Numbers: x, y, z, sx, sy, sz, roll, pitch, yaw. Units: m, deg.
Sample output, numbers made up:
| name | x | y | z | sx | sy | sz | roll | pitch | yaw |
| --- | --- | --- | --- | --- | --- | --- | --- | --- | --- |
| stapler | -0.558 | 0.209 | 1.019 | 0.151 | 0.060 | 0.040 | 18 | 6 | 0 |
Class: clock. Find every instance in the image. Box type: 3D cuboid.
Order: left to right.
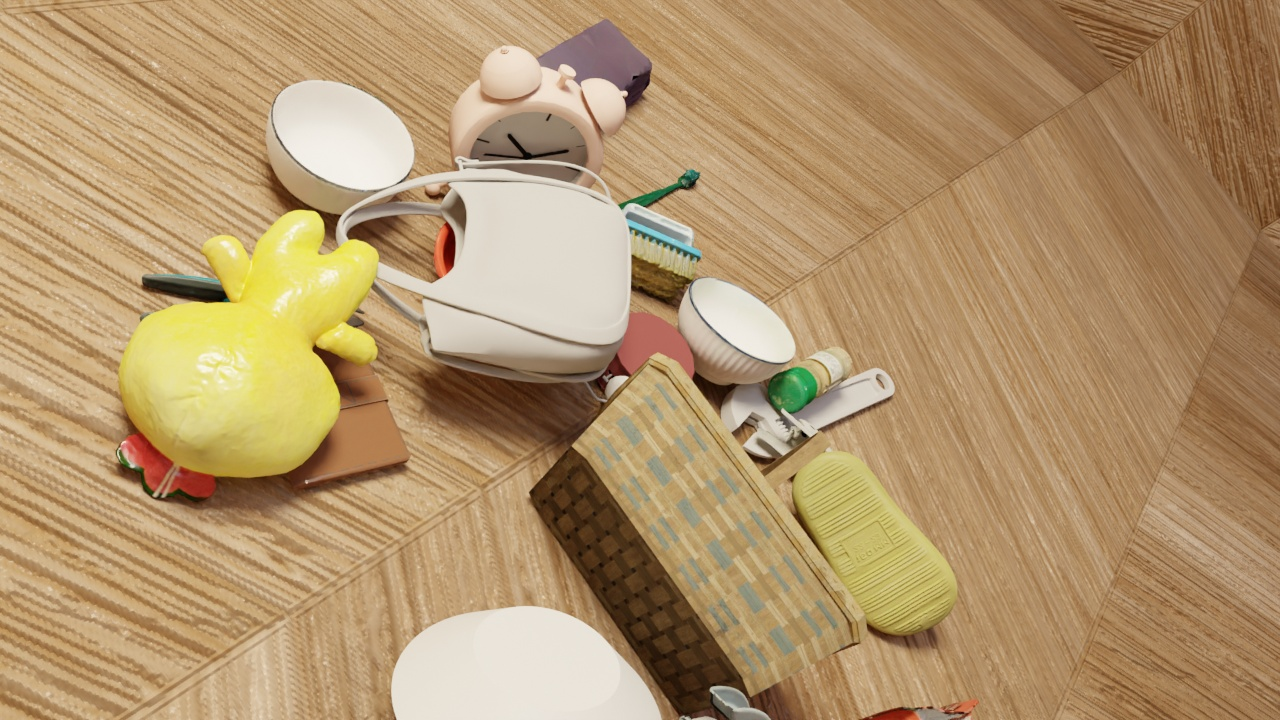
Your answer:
| name | x | y | z | sx | sy | sz | roll | pitch | yaw |
| --- | --- | --- | --- | --- | --- | --- | --- | --- | --- |
| clock | -0.100 | -0.197 | 0.804 | 0.131 | 0.161 | 0.086 | 11 | 53 | -30 |
| clock | -0.005 | 0.005 | 0.812 | 0.124 | 0.044 | 0.087 | -19 | 72 | -43 |

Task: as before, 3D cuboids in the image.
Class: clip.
| name | x | y | z | sx | sy | sz | roll | pitch | yaw |
| --- | --- | --- | --- | --- | --- | --- | --- | --- | --- |
| clip | 0.046 | 0.277 | 0.589 | 0.106 | 0.163 | 0.028 | -39 | 43 | -19 |
| clip | 0.156 | 0.082 | 0.864 | 0.102 | 0.054 | 0.057 | 41 | 78 | -11 |

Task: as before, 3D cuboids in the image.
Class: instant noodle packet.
| name | x | y | z | sx | sy | sz | roll | pitch | yaw |
| --- | --- | --- | --- | --- | --- | --- | --- | --- | --- |
| instant noodle packet | 0.177 | 0.356 | 0.605 | 0.083 | 0.165 | 0.220 | 9 | 54 | -34 |

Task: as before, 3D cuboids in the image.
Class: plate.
| name | x | y | z | sx | sy | sz | roll | pitch | yaw |
| --- | --- | --- | --- | --- | --- | --- | --- | --- | --- |
| plate | -0.062 | 0.197 | 0.569 | 0.174 | 0.036 | 0.173 | 17 | 19 | -6 |

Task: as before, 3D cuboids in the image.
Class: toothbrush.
| name | x | y | z | sx | sy | sz | roll | pitch | yaw |
| --- | --- | --- | --- | --- | --- | --- | --- | --- | --- |
| toothbrush | 0.008 | -0.173 | 0.971 | 0.016 | 0.017 | 0.189 | 51 | 44 | 5 |

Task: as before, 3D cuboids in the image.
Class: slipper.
| name | x | y | z | sx | sy | sz | roll | pitch | yaw |
| --- | --- | --- | --- | --- | --- | --- | --- | --- | --- |
| slipper | 0.205 | 0.163 | 0.839 | 0.190 | 0.091 | 0.081 | 53 | 4 | -5 |

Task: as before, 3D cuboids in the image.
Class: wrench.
| name | x | y | z | sx | sy | sz | roll | pitch | yaw |
| --- | --- | --- | --- | --- | --- | --- | --- | --- | --- |
| wrench | 0.180 | 0.041 | 0.945 | 0.272 | 0.018 | 0.086 | -18 | 71 | -44 |

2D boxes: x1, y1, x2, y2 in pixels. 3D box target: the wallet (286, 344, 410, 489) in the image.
| name | x | y | z | sx | sy | sz | roll | pitch | yaw |
| --- | --- | --- | --- | --- | --- | --- | --- | --- | --- |
| wallet | -0.225 | 0.029 | 0.653 | 0.087 | 0.013 | 0.121 | -13 | 65 | -40 |

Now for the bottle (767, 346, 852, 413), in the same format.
| name | x | y | z | sx | sy | sz | roll | pitch | yaw |
| --- | --- | --- | --- | --- | --- | --- | --- | --- | --- |
| bottle | 0.170 | 0.017 | 0.910 | 0.110 | 0.043 | 0.043 | -24 | 75 | -48 |

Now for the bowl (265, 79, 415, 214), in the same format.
| name | x | y | z | sx | sy | sz | roll | pitch | yaw |
| --- | --- | --- | --- | --- | --- | --- | --- | --- | --- |
| bowl | -0.247 | -0.164 | 0.741 | 0.113 | 0.063 | 0.113 | 20 | 49 | -25 |

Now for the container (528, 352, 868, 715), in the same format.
| name | x | y | z | sx | sy | sz | roll | pitch | yaw |
| --- | --- | --- | --- | --- | --- | --- | --- | --- | --- |
| container | 0.058 | 0.121 | 0.701 | 0.185 | 0.158 | 0.250 | -31 | 80 | -34 |

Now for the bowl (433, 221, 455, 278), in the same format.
| name | x | y | z | sx | sy | sz | roll | pitch | yaw |
| --- | --- | --- | --- | --- | --- | --- | --- | --- | --- |
| bowl | -0.119 | -0.064 | 0.776 | 0.130 | 0.045 | 0.130 | 19 | 50 | -25 |

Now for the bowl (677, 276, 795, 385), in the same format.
| name | x | y | z | sx | sy | sz | roll | pitch | yaw |
| --- | --- | --- | --- | --- | --- | --- | --- | --- | --- |
| bowl | 0.081 | -0.018 | 0.871 | 0.118 | 0.062 | 0.118 | 25 | 32 | -17 |

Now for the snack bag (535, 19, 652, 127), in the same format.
| name | x | y | z | sx | sy | sz | roll | pitch | yaw |
| --- | --- | --- | --- | --- | --- | --- | --- | --- | --- |
| snack bag | -0.062 | -0.300 | 0.982 | 0.096 | 0.059 | 0.204 | 43 | 43 | -4 |

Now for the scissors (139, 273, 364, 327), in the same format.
| name | x | y | z | sx | sy | sz | roll | pitch | yaw |
| --- | --- | --- | --- | --- | --- | --- | --- | --- | --- |
| scissors | -0.276 | -0.035 | 0.648 | 0.131 | 0.019 | 0.149 | 34 | 37 | 4 |

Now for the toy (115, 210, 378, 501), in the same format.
| name | x | y | z | sx | sy | sz | roll | pitch | yaw |
| --- | --- | --- | --- | --- | --- | --- | --- | --- | --- |
| toy | -0.248 | -0.008 | 0.594 | 0.134 | 0.092 | 0.207 | 30 | 55 | -10 |

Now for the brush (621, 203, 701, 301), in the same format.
| name | x | y | z | sx | sy | sz | roll | pitch | yaw |
| --- | --- | --- | --- | --- | --- | --- | --- | --- | --- |
| brush | -0.010 | -0.116 | 0.887 | 0.135 | 0.056 | 0.075 | 20 | 54 | -24 |

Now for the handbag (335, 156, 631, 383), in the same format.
| name | x | y | z | sx | sy | sz | roll | pitch | yaw |
| --- | --- | --- | --- | --- | --- | --- | --- | --- | --- |
| handbag | -0.121 | -0.082 | 0.719 | 0.222 | 0.096 | 0.215 | 12 | 51 | -14 |

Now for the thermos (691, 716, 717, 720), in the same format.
| name | x | y | z | sx | sy | sz | roll | pitch | yaw |
| --- | --- | --- | --- | --- | --- | --- | --- | --- | --- |
| thermos | -0.037 | 0.266 | 0.577 | 0.239 | 0.073 | 0.073 | 4 | 58 | -36 |
